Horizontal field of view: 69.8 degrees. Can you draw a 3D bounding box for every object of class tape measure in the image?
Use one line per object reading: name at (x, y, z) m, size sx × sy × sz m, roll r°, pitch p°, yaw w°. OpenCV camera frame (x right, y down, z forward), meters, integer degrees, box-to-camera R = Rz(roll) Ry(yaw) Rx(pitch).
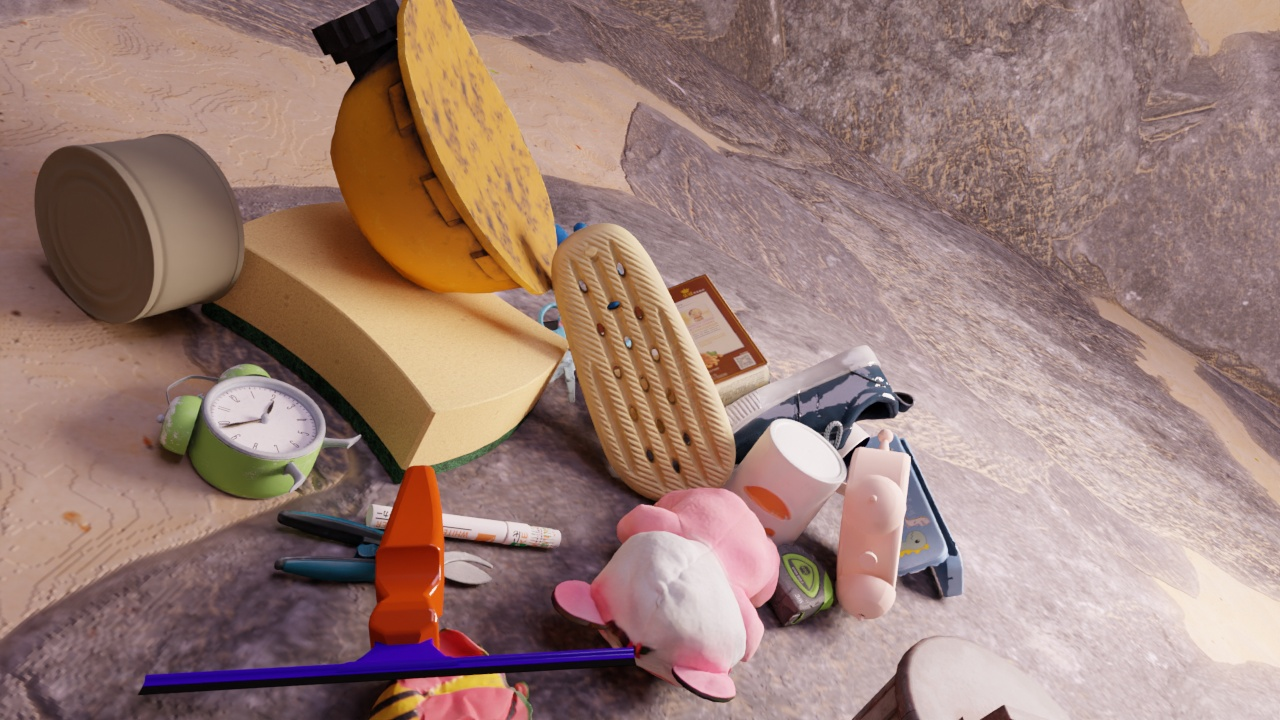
tape measure at (0.131, 0.193, 0.790) m, size 0.058 × 0.036 × 0.065 m, roll -3°, pitch 46°, yaw -33°

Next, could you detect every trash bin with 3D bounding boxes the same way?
trash bin at (0.149, 0.260, 0.509) m, size 0.130 × 0.212 × 0.130 m, roll 24°, pitch 29°, yaw -15°

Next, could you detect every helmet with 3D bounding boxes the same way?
helmet at (-0.175, -0.154, 0.740) m, size 0.204 × 0.131 × 0.255 m, roll -83°, pitch 153°, yaw -60°

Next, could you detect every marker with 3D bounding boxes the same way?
marker at (-0.125, 0.122, 0.665) m, size 0.145 × 0.017 × 0.017 m, roll 14°, pitch 33°, yaw -30°

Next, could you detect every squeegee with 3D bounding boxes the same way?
squeegee at (-0.139, 0.128, 0.557) m, size 0.249 × 0.055 × 0.184 m, roll -1°, pitch 32°, yaw -9°

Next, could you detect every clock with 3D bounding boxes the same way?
clock at (-0.264, 0.047, 0.618) m, size 0.119 × 0.043 × 0.094 m, roll 35°, pitch 27°, yaw 4°
clock at (0.202, 0.146, 0.838) m, size 0.086 × 0.131 × 0.160 m, roll 5°, pitch 16°, yaw 11°

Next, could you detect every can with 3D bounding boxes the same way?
can at (-0.360, -0.095, 0.660) m, size 0.128 × 0.128 × 0.073 m, roll 38°, pitch 30°, yaw 12°

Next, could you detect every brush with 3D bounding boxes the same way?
brush at (-0.203, -0.028, 0.763) m, size 0.250 × 0.075 × 0.194 m, roll 38°, pitch 28°, yaw 11°

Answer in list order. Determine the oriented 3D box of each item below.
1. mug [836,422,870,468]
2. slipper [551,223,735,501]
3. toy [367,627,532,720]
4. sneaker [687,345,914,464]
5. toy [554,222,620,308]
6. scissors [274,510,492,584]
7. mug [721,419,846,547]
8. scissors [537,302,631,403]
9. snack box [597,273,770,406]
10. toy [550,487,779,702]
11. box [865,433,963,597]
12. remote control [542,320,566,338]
mug at (0.186, 0.081, 0.992) m, size 0.097 × 0.078 × 0.112 m, roll 44°, pitch 2°, yaw 21°
slipper at (-0.005, 0.005, 0.811) m, size 0.079 × 0.111 × 0.261 m, roll -132°, pitch -161°, yaw -76°
toy at (-0.112, 0.198, 0.530) m, size 0.084 × 0.046 × 0.103 m, roll 46°, pitch 37°, yaw 9°
sneaker at (0.154, 0.066, 0.894) m, size 0.235 × 0.089 × 0.087 m, roll -24°, pitch 69°, yaw -14°
toy at (-0.081, -0.118, 1.044) m, size 0.176 × 0.071 × 0.112 m, roll 35°, pitch 17°, yaw 7°
scissors at (-0.170, 0.131, 0.604) m, size 0.131 × 0.019 × 0.149 m, roll 39°, pitch 27°, yaw 10°
mug at (0.122, 0.117, 0.825) m, size 0.082 × 0.105 × 0.082 m, roll 24°, pitch 29°, yaw -14°
scissors at (-0.054, -0.008, 0.893) m, size 0.119 × 0.015 × 0.138 m, roll -3°, pitch 52°, yaw -7°
snack box at (0.033, -0.007, 0.920) m, size 0.143 × 0.041 × 0.147 m, roll -22°, pitch 49°, yaw -9°
toy at (0.035, 0.165, 0.683) m, size 0.142 × 0.084 × 0.212 m, roll 38°, pitch 26°, yaw 12°
box at (0.277, 0.164, 0.986) m, size 0.079 × 0.073 × 0.210 m, roll -10°, pitch 32°, yaw 3°
remote control at (-0.072, -0.032, 0.967) m, size 0.033 × 0.015 × 0.146 m, roll 45°, pitch 30°, yaw 23°
